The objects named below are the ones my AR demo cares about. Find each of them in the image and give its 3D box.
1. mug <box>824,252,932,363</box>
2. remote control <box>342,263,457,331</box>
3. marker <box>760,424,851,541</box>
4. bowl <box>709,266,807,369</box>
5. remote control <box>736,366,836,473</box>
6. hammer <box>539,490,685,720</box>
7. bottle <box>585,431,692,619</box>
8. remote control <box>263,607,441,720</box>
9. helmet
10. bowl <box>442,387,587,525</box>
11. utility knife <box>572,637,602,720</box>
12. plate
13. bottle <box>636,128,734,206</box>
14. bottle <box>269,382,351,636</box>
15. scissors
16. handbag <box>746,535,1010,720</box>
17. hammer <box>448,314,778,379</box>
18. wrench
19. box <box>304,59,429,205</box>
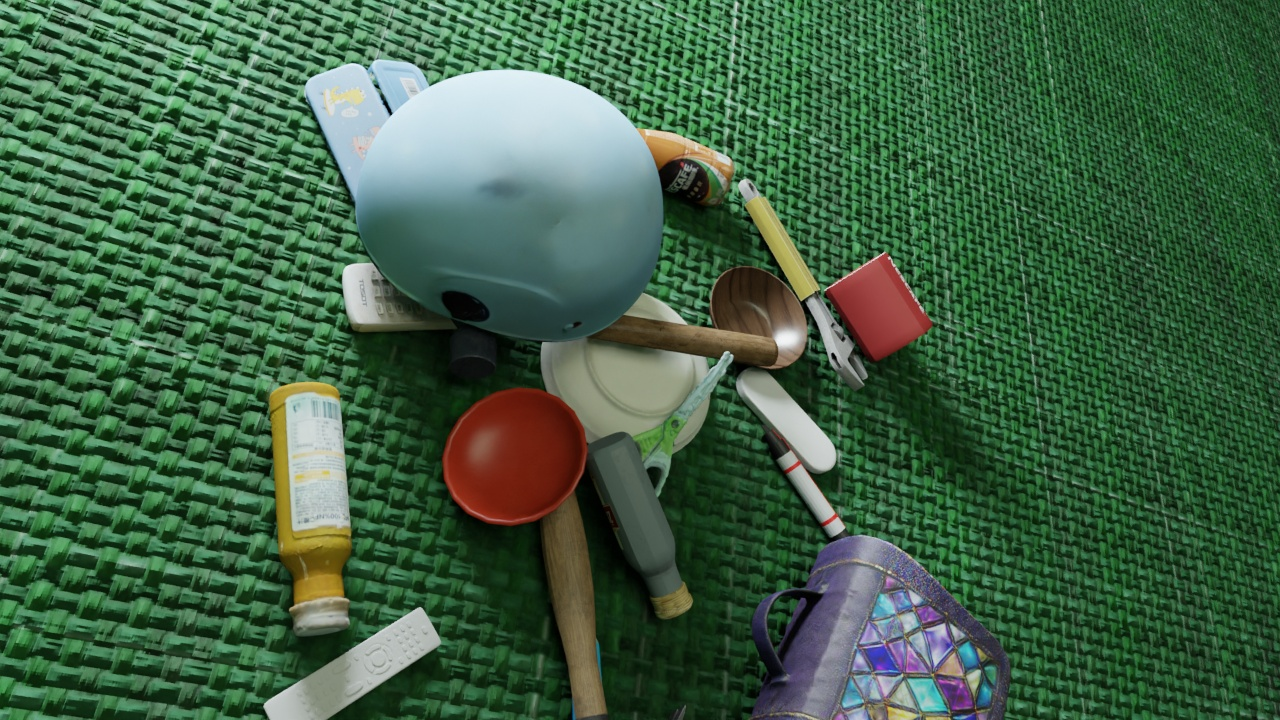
[{"bbox_3d":[0.269,-0.062,1.038,0.096,0.081,0.116,58,19,2],"label":"mug"},{"bbox_3d":[-0.194,-0.057,0.820,0.138,0.026,0.060,-4,69,-29],"label":"remote control"},{"bbox_3d":[0.165,0.125,0.929,0.019,0.019,0.145,-31,84,-35],"label":"marker"},{"bbox_3d":[0.119,-0.040,0.974,0.119,0.032,0.119,12,62,-23],"label":"bowl"},{"bbox_3d":[0.152,0.062,0.955,0.136,0.013,0.043,48,55,0],"label":"remote control"},{"bbox_3d":[-0.051,0.196,0.761,0.132,0.040,0.305,-4,65,-16],"label":"hammer"},{"bbox_3d":[0.000,0.144,0.796,0.046,0.072,0.161,-23,94,-5],"label":"bottle"},{"bbox_3d":[-0.212,0.232,0.682,0.130,0.012,0.033,-28,84,-35],"label":"remote control"},{"bbox_3d":[-0.106,-0.146,0.762,0.265,0.167,0.225,10,63,-4],"label":"helmet"},{"bbox_3d":[-0.103,0.085,0.774,0.122,0.035,0.121,-3,63,6],"label":"bowl"},{"bbox_3d":[-0.044,0.311,0.732,0.031,0.015,0.197,8,60,-20],"label":"utility knife"},{"bbox_3d":[-0.005,0.005,0.886,0.182,0.034,0.182,11,63,-23],"label":"plate"},{"bbox_3d":[0.019,-0.220,0.990,0.167,0.059,0.059,19,60,-19],"label":"bottle"},{"bbox_3d":[-0.248,0.111,0.695,0.053,0.053,0.186,-1,68,-28],"label":"bottle"},{"bbox_3d":[0.032,0.058,0.848,0.065,0.033,0.174,42,77,-8],"label":"scissors"},{"bbox_3d":[0.192,0.281,0.805,0.222,0.126,0.204,38,55,-6],"label":"handbag"},{"bbox_3d":[-0.016,-0.030,0.852,0.321,0.040,0.129,8,58,-20],"label":"hammer"},{"bbox_3d":[0.179,-0.089,1.025,0.083,0.018,0.273,-9,68,-61],"label":"wrench"},{"bbox_3d":[-0.223,-0.192,0.862,0.126,0.039,0.209,-19,76,-34],"label":"box"}]
